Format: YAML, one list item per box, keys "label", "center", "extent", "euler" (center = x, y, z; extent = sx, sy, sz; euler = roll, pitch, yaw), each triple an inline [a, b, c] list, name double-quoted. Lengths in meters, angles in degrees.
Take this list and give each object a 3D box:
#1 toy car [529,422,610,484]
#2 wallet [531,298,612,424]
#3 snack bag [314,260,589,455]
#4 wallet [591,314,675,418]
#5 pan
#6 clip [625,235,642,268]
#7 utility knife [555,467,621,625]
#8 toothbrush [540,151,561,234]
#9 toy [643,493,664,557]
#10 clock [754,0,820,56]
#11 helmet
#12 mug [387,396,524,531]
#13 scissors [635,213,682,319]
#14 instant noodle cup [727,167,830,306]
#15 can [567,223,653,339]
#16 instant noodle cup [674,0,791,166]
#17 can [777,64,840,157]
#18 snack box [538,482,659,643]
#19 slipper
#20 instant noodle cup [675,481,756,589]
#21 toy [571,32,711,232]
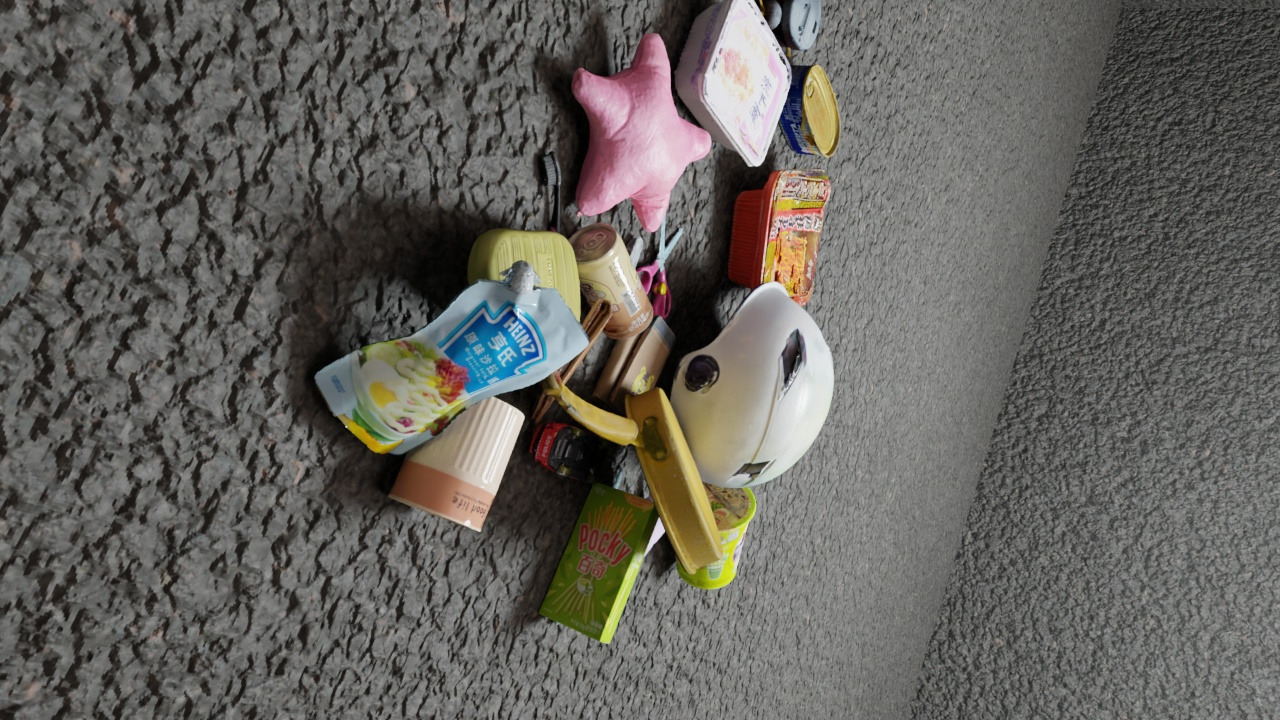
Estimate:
- label: "toy car"
  center: [-0.071, 0.093, 0.940]
  extent: [0.120, 0.045, 0.053]
  euler: [36, 74, -62]
- label: "wallet"
  center: [-0.068, 0.003, 0.884]
  extent: [0.115, 0.020, 0.101]
  euler: [-59, -178, -21]
- label: "snack bag"
  center: [-0.140, 0.000, 0.703]
  extent: [0.191, 0.038, 0.110]
  euler: [-28, 126, 2]
- label: "wallet"
  center: [-0.006, 0.006, 1.021]
  extent: [0.115, 0.033, 0.090]
  euler: [-63, 147, -13]
- label: "pan"
  center: [-0.002, 0.088, 0.895]
  extent: [0.358, 0.078, 0.197]
  euler: [63, 7, -55]
- label: "clip"
  center: [-0.011, -0.111, 0.978]
  extent: [0.058, 0.045, 0.027]
  euler: [-63, 143, -37]
- label: "utility knife"
  center: [-0.057, 0.209, 1.038]
  extent: [0.031, 0.020, 0.187]
  euler: [55, 50, -70]
- label: "toothbrush"
  center: [-0.082, -0.104, 0.878]
  extent: [0.017, 0.014, 0.189]
  euler: [-23, 122, -40]
- label: "toy"
  center: [0.002, 0.200, 1.098]
  extent: [0.107, 0.039, 0.084]
  euler: [-43, 135, -39]
- label: "clock"
  center: [0.173, -0.423, 1.105]
  extent: [0.122, 0.055, 0.082]
  euler: [25, 82, -56]
- label: "helmet"
  center: [0.145, 0.050, 1.101]
  extent: [0.228, 0.146, 0.259]
  euler: [-2, 127, -59]
- label: "mug"
  center: [-0.151, 0.086, 0.790]
  extent: [0.114, 0.082, 0.105]
  euler: [67, 42, -71]
- label: "scissors"
  center: [0.018, -0.106, 1.024]
  extent: [0.130, 0.017, 0.133]
  euler: [-24, 121, -58]
- label: "instant noodle cup"
  center: [0.176, -0.156, 1.190]
  extent: [0.164, 0.079, 0.189]
  euler: [-16, 115, -54]
- label: "can"
  center: [-0.031, -0.077, 0.923]
  extent: [0.058, 0.059, 0.116]
  euler: [-57, 143, -27]
- label: "instant noodle cup"
  center: [0.100, -0.316, 1.032]
  extent: [0.173, 0.060, 0.138]
  euler: [35, 72, -57]
- label: "can"
  center: [0.222, -0.331, 1.220]
  extent: [0.148, 0.049, 0.074]
  euler: [47, 62, -53]
- label: "snack box"
  center: [-0.042, 0.216, 0.994]
  extent: [0.026, 0.086, 0.156]
  euler: [42, 67, -54]
- label: "slipper"
  center: [-0.111, -0.068, 0.789]
  extent: [0.190, 0.082, 0.091]
  euler: [2, 88, -73]
- label: "instant noodle cup"
  center: [0.089, 0.228, 1.188]
  extent: [0.111, 0.112, 0.124]
  euler: [-38, 139, -44]
- label: "toy"
  center: [-0.012, -0.213, 0.891]
  extent: [0.178, 0.075, 0.194]
  euler: [-54, 139, -13]
